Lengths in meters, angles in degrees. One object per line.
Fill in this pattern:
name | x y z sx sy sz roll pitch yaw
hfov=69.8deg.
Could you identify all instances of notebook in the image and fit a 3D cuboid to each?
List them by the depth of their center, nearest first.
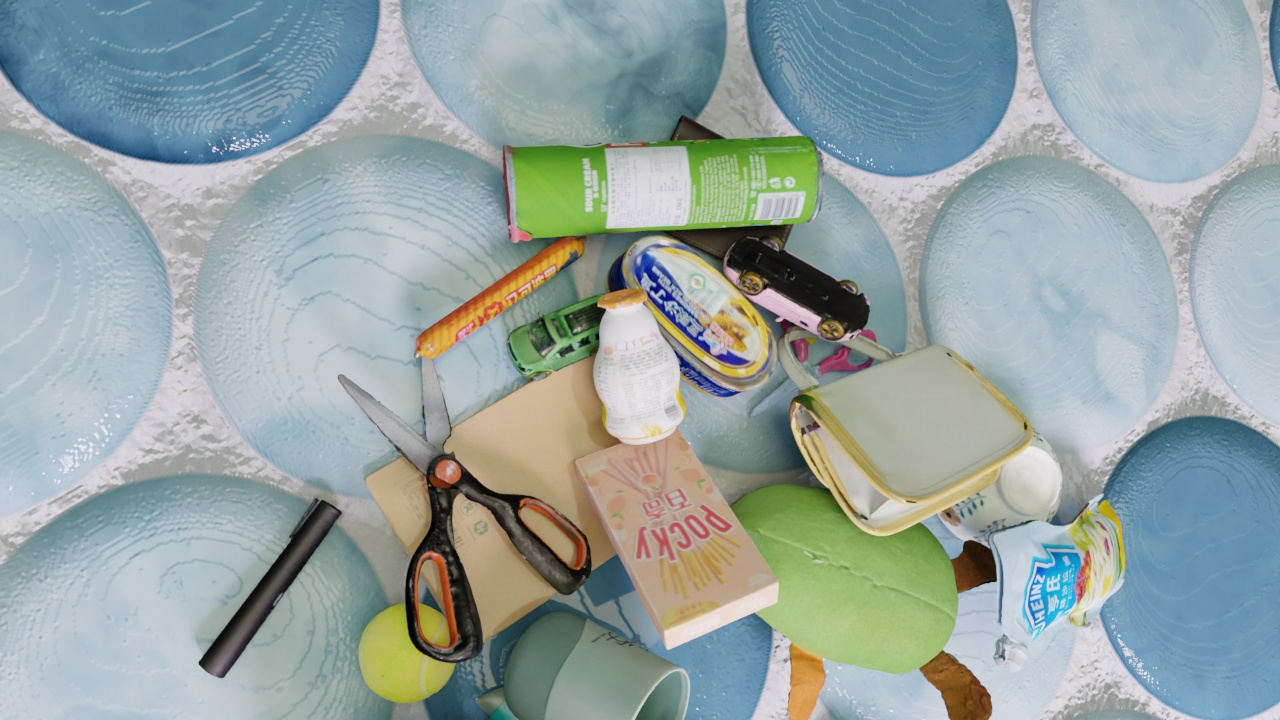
notebook | -0.077 0.097 0.687 0.207 0.008 0.148 -31 91 -17

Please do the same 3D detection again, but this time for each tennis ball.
tennis ball | -0.157 0.197 0.622 0.065 0.065 0.065 2 82 -15

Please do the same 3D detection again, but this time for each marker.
marker | -0.252 0.154 0.626 0.022 0.020 0.131 38 75 -18

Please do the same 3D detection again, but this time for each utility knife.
utility knife | -0.037 0.309 0.666 0.209 0.013 0.029 45 72 -3

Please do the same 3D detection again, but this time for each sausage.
sausage | -0.102 -0.050 0.686 0.164 0.021 0.021 -38 93 -22

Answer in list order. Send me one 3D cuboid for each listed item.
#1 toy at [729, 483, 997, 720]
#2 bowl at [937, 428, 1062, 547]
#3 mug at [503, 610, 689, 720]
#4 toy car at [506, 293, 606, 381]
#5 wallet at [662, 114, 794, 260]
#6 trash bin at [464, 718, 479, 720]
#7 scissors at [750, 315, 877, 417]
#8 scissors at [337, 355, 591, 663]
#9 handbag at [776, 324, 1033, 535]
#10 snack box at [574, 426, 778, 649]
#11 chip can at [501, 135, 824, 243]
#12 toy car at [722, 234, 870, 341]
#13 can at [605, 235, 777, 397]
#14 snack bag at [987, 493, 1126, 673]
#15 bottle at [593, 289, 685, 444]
toy | 0.163 0.168 0.699 0.246 0.090 0.226 24 68 -6
bowl | 0.304 0.100 0.759 0.113 0.062 0.113 2 84 -15
mug | -0.026 0.229 0.635 0.106 0.111 0.082 17 81 31
toy car | -0.056 -0.020 0.690 0.091 0.036 0.043 -26 75 -13
wallet | 0.068 -0.132 0.751 0.122 0.020 0.096 26 78 -8
trash bin | -0.099 0.341 0.557 0.226 0.227 0.195 -39 81 -16
scissors | 0.145 0.007 0.755 0.128 0.017 0.133 1 87 -18
scissors | -0.127 0.100 0.634 0.221 0.022 0.221 30 54 -17
handbag | 0.187 0.036 0.709 0.163 0.063 0.178 -18 57 -31
snack box | 0.022 0.117 0.642 0.084 0.026 0.157 -19 46 -16
chip can | 0.016 -0.131 0.696 0.236 0.072 0.072 -4 84 -9
toy car | 0.121 -0.054 0.721 0.122 0.037 0.056 29 55 0
can | 0.040 -0.033 0.713 0.148 0.049 0.074 43 75 -6
snack bag | 0.329 0.172 0.726 0.190 0.039 0.110 -7 104 -42
bottle | -0.004 0.004 0.667 0.063 0.063 0.108 -16 109 -16
